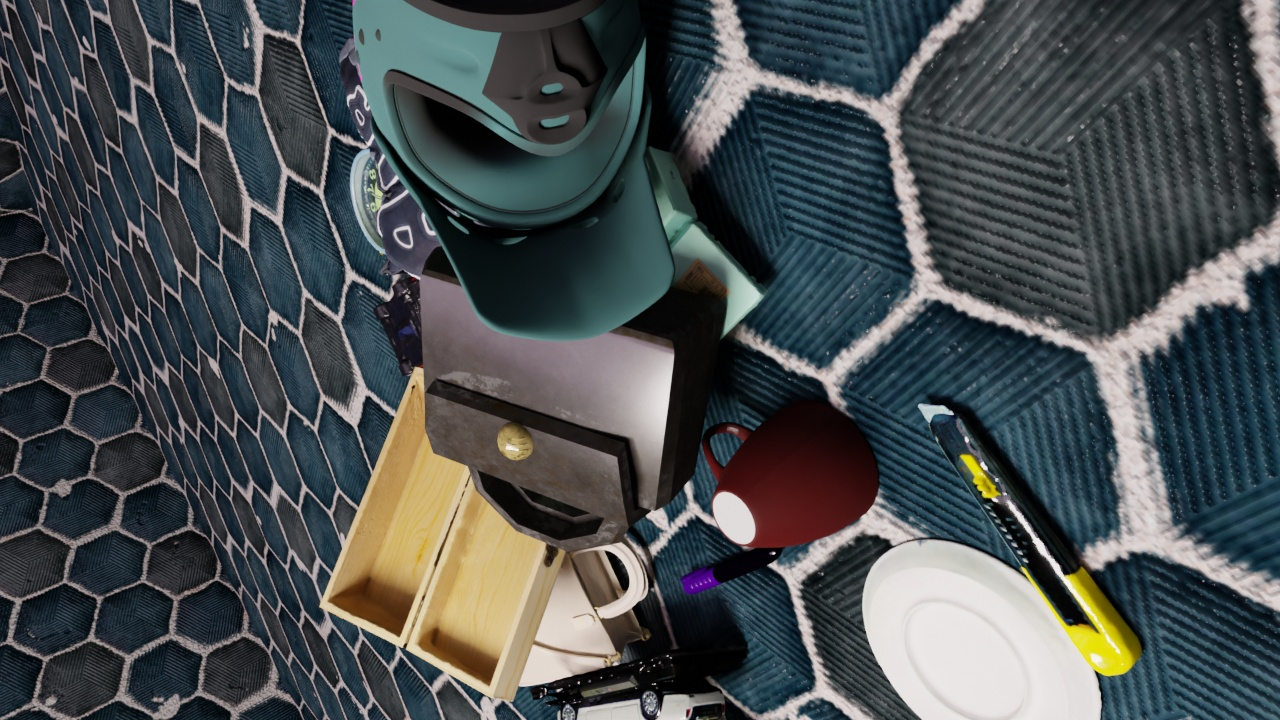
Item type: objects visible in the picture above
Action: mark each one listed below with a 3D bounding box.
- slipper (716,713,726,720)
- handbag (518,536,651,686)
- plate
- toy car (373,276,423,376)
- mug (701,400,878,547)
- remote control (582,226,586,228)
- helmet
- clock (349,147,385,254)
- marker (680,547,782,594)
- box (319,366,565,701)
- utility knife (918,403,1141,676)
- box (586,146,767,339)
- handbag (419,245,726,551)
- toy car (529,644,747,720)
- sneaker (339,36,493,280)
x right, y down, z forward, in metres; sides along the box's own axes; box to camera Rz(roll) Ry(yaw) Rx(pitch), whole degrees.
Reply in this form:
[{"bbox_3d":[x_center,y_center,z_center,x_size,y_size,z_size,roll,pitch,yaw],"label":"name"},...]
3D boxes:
[{"bbox_3d":[0.061,0.354,0.802,0.295,0.060,0.118,14,118,58],"label":"slipper"},{"bbox_3d":[-0.070,0.202,0.865,0.198,0.101,0.194,-25,90,42],"label":"handbag"},{"bbox_3d":[0.201,0.184,0.566,0.157,0.014,0.157,28,130,40],"label":"plate"},{"bbox_3d":[-0.227,-0.036,0.945,0.190,0.056,0.081,-20,92,60],"label":"toy car"},{"bbox_3d":[0.080,0.075,0.592,0.114,0.088,0.087,34,134,36],"label":"mug"},{"bbox_3d":[-0.088,-0.130,0.742,0.140,0.021,0.045,25,110,40],"label":"remote control"},{"bbox_3d":[-0.074,-0.155,0.554,0.201,0.176,0.274,88,164,-45],"label":"helmet"},{"bbox_3d":[-0.211,-0.156,0.853,0.162,0.059,0.118,-9,101,49],"label":"clock"},{"bbox_3d":[0.069,0.163,0.718,0.018,0.015,0.134,39,144,-7],"label":"marker"},{"bbox_3d":[-0.161,0.141,0.829,0.254,0.068,0.246,8,75,44],"label":"box"},{"bbox_3d":[0.208,0.092,0.501,0.172,0.020,0.029,57,142,13],"label":"utility knife"},{"bbox_3d":[-0.012,-0.036,0.640,0.187,0.052,0.138,-49,59,36],"label":"box"},{"bbox_3d":[-0.062,0.040,0.618,0.197,0.102,0.200,16,120,22],"label":"handbag"},{"bbox_3d":[-0.002,0.291,0.772,0.192,0.094,0.071,-28,60,41],"label":"toy car"},{"bbox_3d":[-0.183,-0.142,0.747,0.151,0.097,0.252,-51,63,27],"label":"sneaker"}]
